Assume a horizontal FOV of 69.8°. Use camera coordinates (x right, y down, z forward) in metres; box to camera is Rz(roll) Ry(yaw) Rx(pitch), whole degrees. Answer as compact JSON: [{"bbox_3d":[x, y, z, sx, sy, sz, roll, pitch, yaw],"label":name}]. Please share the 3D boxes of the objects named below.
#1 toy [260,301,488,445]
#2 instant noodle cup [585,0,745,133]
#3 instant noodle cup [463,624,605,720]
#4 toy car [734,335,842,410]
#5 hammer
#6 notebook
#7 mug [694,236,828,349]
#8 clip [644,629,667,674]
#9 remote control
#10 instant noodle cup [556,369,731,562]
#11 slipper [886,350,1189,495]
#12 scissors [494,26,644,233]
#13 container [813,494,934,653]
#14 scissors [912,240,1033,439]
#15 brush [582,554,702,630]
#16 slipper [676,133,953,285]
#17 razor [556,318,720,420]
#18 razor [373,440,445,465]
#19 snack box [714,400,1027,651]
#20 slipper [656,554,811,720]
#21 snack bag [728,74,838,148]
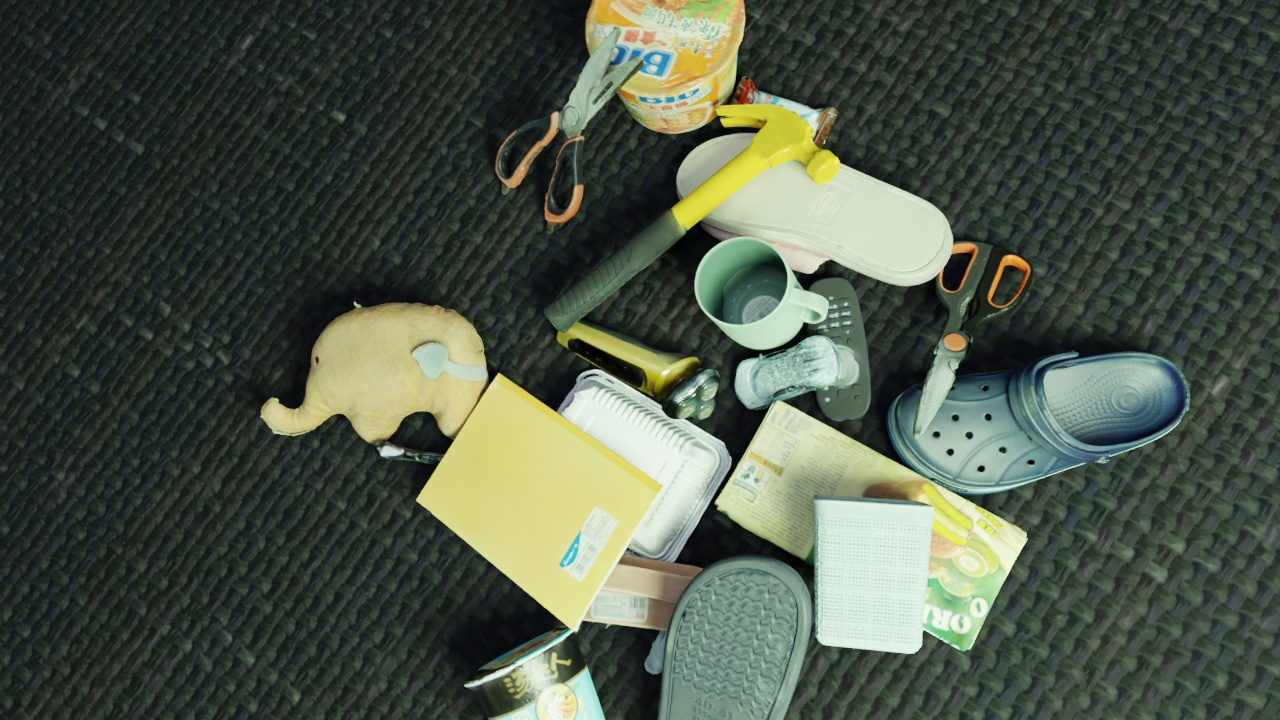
[{"bbox_3d":[-0.259,0.014,0.893,0.226,0.082,0.143,-5,92,9],"label":"toy"},{"bbox_3d":[0.030,-0.302,0.899,0.151,0.111,0.151,-2,78,9],"label":"instant noodle cup"},{"bbox_3d":[-0.078,0.307,0.797,0.111,0.111,0.120,-27,83,3],"label":"instant noodle cup"},{"bbox_3d":[0.133,0.012,0.845,0.106,0.031,0.049,-22,72,25],"label":"toy car"},{"bbox_3d":[0.033,-0.131,0.862,0.301,0.033,0.128,-39,60,3],"label":"hammer"},{"bbox_3d":[-0.095,0.120,0.819,0.206,0.010,0.146,31,88,28],"label":"notebook"},{"bbox_3d":[0.116,-0.054,0.827,0.112,0.106,0.082,13,82,23],"label":"mug"},{"bbox_3d":[0.021,0.256,0.829,0.024,0.028,0.056,28,74,12],"label":"clip"},{"bbox_3d":[0.184,-0.010,0.857,0.053,0.024,0.136,-7,78,12],"label":"remote control"},{"bbox_3d":[-0.019,0.097,0.850,0.173,0.060,0.138,30,84,15],"label":"instant noodle cup"},{"bbox_3d":[0.344,0.049,0.785,0.253,0.095,0.105,-10,74,4],"label":"slipper"},{"bbox_3d":[-0.068,-0.214,0.882,0.197,0.015,0.214,11,115,33],"label":"scissors"},{"bbox_3d":[0.180,0.165,0.724,0.090,0.090,0.111,2,84,12],"label":"container"},{"bbox_3d":[0.265,-0.024,0.811,0.234,0.022,0.125,-40,58,-20],"label":"scissors"},{"bbox_3d":[0.005,0.205,0.811,0.146,0.073,0.063,6,61,10],"label":"brush"},{"bbox_3d":[0.160,-0.140,0.871,0.274,0.054,0.114,23,79,23],"label":"slipper"},{"bbox_3d":[-0.005,0.005,0.871,0.167,0.062,0.067,25,49,19],"label":"razor"},{"bbox_3d":[-0.189,0.094,0.883,0.143,0.022,0.043,8,99,4],"label":"razor"},{"bbox_3d":[0.196,0.141,0.803,0.240,0.063,0.114,28,84,13],"label":"snack box"},{"bbox_3d":[0.075,0.271,0.773,0.111,0.083,0.268,19,110,19],"label":"slipper"},{"bbox_3d":[0.140,-0.246,0.914,0.104,0.026,0.048,26,95,14],"label":"snack bag"}]
